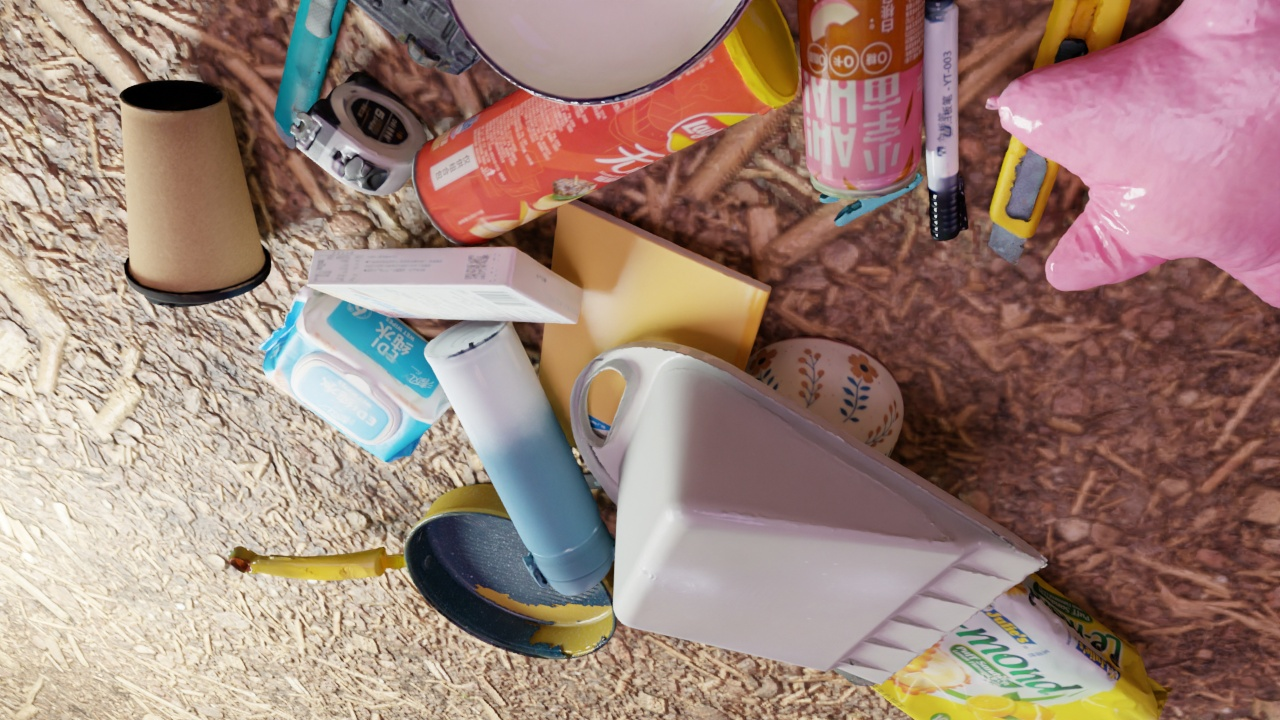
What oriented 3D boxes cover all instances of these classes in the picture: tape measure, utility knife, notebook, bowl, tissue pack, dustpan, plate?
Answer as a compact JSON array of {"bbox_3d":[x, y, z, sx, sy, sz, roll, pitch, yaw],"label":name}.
[{"bbox_3d":[-0.162,-0.132,0.545,0.066,0.065,0.034,40,128,-12],"label":"tape measure"},{"bbox_3d":[-0.195,-0.187,0.546,0.029,0.013,0.161,32,132,-7],"label":"utility knife"},{"bbox_3d":[-0.004,0.004,0.615,0.146,0.010,0.207,26,133,15],"label":"notebook"},{"bbox_3d":[0.110,0.047,0.596,0.113,0.062,0.114,11,133,12],"label":"bowl"},{"bbox_3d":[-0.208,0.010,0.682,0.140,0.063,0.090,40,131,-14],"label":"tissue pack"},{"bbox_3d":[0.075,0.093,0.601,0.257,0.142,0.223,11,142,-8],"label":"dustpan"},{"bbox_3d":[-0.014,-0.212,0.406,0.193,0.038,0.192,9,106,31],"label":"plate"},{"bbox_3d":[0.203,-0.118,0.452,0.033,0.015,0.174,13,132,13],"label":"utility knife"}]

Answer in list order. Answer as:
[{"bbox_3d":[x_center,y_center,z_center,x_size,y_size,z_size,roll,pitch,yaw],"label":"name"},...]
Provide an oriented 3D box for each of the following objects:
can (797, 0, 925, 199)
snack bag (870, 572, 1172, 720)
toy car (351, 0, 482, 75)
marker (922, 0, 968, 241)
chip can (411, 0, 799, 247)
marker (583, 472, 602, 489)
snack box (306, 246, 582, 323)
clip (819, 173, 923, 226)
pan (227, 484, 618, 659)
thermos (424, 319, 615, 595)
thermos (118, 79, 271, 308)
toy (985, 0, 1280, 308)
[{"bbox_3d":[0.104,-0.154,0.432,0.058,0.057,0.147,3,129,18],"label":"can"},{"bbox_3d":[0.236,0.199,0.670,0.246,0.068,0.158,38,132,-12],"label":"snack bag"},{"bbox_3d":[-0.129,-0.206,0.488,0.120,0.036,0.054,36,129,-16],"label":"toy car"},{"bbox_3d":[0.156,-0.121,0.469,0.022,0.018,0.131,-15,126,0],"label":"marker"},{"bbox_3d":[-0.026,-0.128,0.493,0.217,0.073,0.073,-19,119,32],"label":"chip can"},{"bbox_3d":[0.005,0.091,0.702,0.124,0.015,0.018,-6,122,27],"label":"marker"},{"bbox_3d":[-0.124,-0.047,0.586,0.157,0.027,0.084,4,169,26],"label":"snack box"},{"bbox_3d":[0.127,-0.093,0.504,0.057,0.014,0.046,-25,114,36],"label":"clip"},{"bbox_3d":[-0.191,0.187,0.813,0.358,0.078,0.198,10,130,13],"label":"pan"},{"bbox_3d":[-0.082,0.074,0.666,0.070,0.070,0.220,-9,116,27],"label":"thermos"},{"bbox_3d":[-0.299,-0.106,0.608,0.093,0.092,0.143,14,124,9],"label":"thermos"},{"bbox_3d":[0.247,-0.112,0.402,0.178,0.074,0.195,9,127,7],"label":"toy"}]
